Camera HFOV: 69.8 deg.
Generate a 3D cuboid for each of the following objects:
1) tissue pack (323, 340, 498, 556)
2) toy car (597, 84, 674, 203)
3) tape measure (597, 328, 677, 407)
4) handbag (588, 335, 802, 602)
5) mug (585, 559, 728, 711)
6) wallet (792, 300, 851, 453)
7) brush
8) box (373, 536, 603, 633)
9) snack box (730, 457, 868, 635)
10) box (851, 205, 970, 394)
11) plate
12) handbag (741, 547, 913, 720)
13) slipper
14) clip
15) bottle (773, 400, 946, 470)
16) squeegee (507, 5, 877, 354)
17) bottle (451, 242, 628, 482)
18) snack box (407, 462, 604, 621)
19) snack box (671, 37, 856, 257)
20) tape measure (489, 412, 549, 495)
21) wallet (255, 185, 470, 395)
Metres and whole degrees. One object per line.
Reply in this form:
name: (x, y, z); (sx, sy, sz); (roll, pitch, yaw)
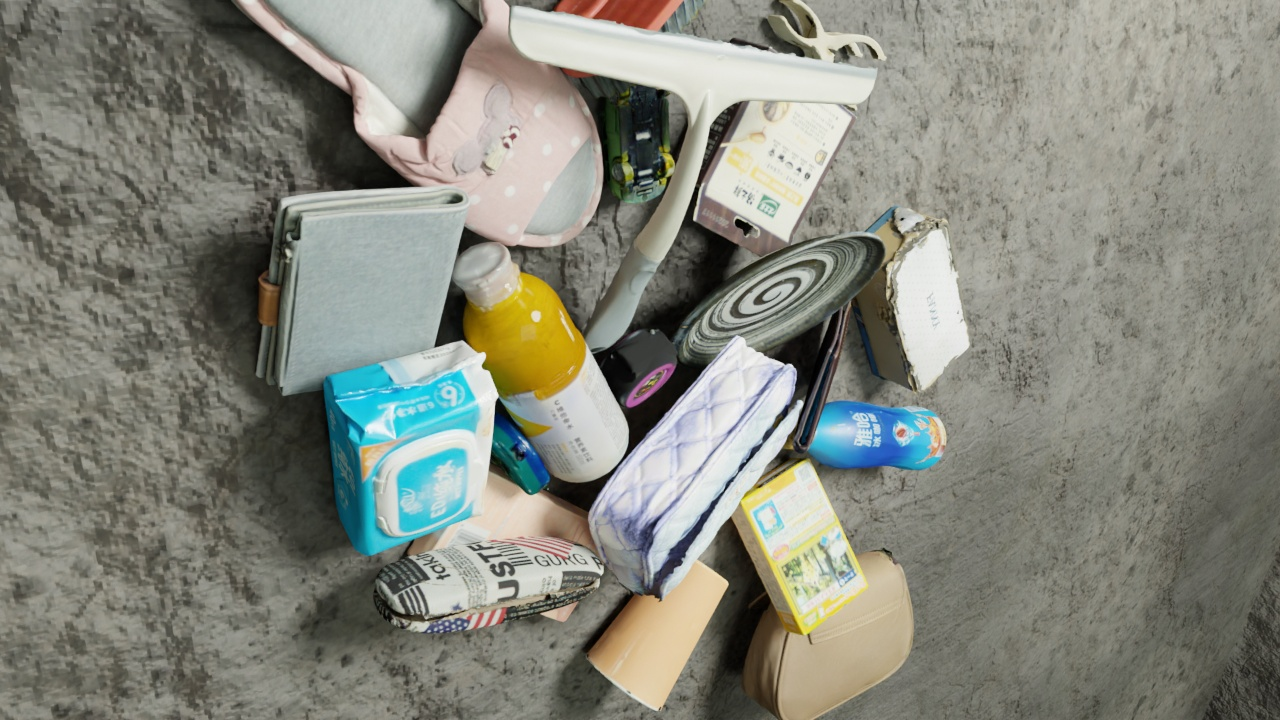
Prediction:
tissue pack: (-0.138, 0.055, 0.555); (0.089, 0.063, 0.140); (-17, 141, -29)
toy car: (-0.004, -0.150, 0.598); (0.043, 0.036, 0.091); (-18, 124, -31)
tape measure: (-0.004, 0.004, 0.669); (0.056, 0.039, 0.058); (-31, 161, -35)
handbag: (0.047, 0.085, 0.702); (0.193, 0.075, 0.134); (-48, 159, -21)
mug: (0.019, 0.227, 0.793); (0.122, 0.078, 0.078); (-54, 134, -10)
wallet: (0.156, 0.009, 0.773); (0.122, 0.020, 0.096); (-56, 159, -59)
brush: (-0.001, -0.221, 0.531); (0.145, 0.063, 0.069); (-54, 152, -15)
box: (-0.097, 0.144, 0.619); (0.164, 0.071, 0.057); (-3, 90, -42)
snack box: (0.145, 0.170, 0.848); (0.086, 0.034, 0.140); (-28, 94, -26)
box: (0.250, -0.049, 0.849); (0.089, 0.060, 0.184); (-40, 134, -16)
plate: (0.100, -0.048, 0.697); (0.179, 0.024, 0.180); (-23, 160, -9)
handbag: (0.190, 0.278, 0.947); (0.204, 0.100, 0.148); (-9, 110, -36)
slipper: (-0.103, -0.151, 0.502); (0.114, 0.054, 0.274); (-54, 136, -4)
clip: (0.132, -0.217, 0.678); (0.103, 0.035, 0.092); (-1, 112, -34)
bottle: (0.208, 0.072, 0.870); (0.218, 0.065, 0.065); (6, 108, -41)
squeegee: (0.006, -0.081, 0.579); (0.246, 0.039, 0.247); (-2, 137, -30)
bottle: (-0.065, 0.005, 0.602); (0.068, 0.068, 0.190); (-41, 135, -16)
snack box: (-0.089, 0.137, 0.685); (0.157, 0.026, 0.084); (36, 87, -45)
snack box: (0.086, -0.146, 0.663); (0.113, 0.053, 0.126); (19, 103, -44)
tape measure: (-0.090, 0.063, 0.626); (0.025, 0.054, 0.058); (-41, 146, -17)
wallet: (-0.159, -0.039, 0.512); (0.106, 0.037, 0.130); (-9, 140, -35)
